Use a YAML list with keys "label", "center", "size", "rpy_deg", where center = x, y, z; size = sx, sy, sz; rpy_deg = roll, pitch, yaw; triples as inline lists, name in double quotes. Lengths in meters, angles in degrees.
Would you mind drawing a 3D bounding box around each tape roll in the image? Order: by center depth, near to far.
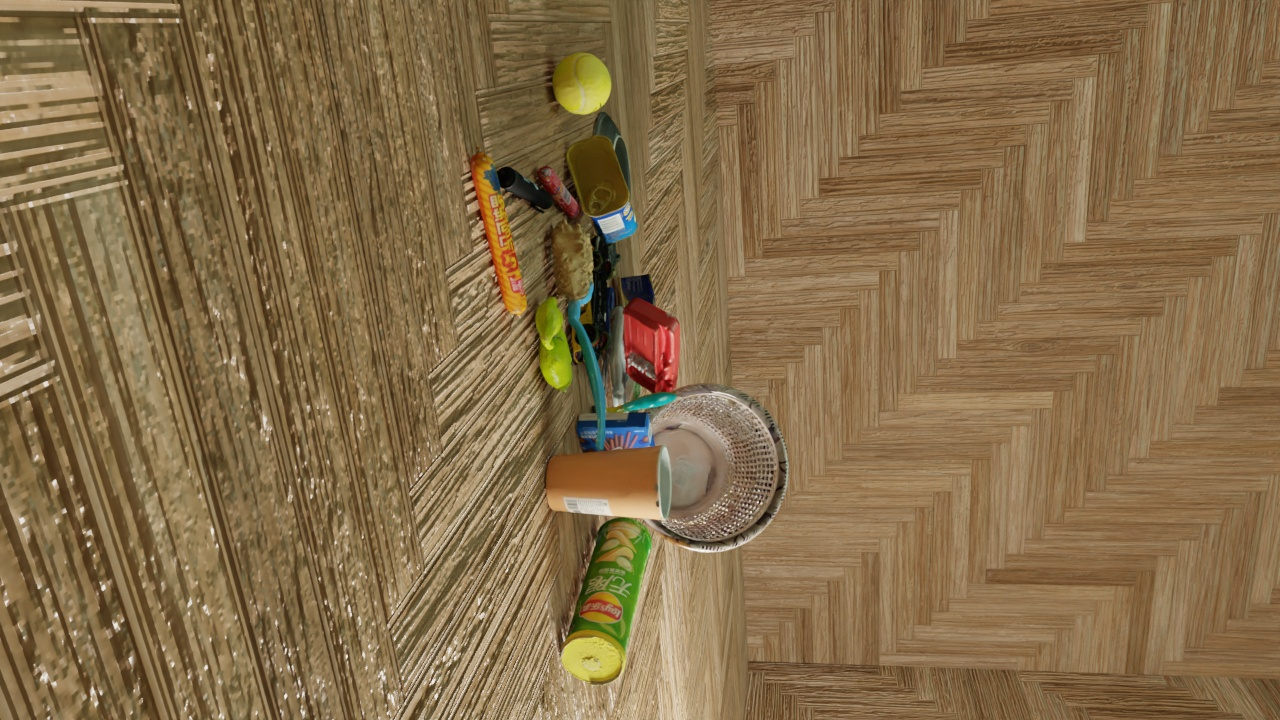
- label: "tape roll"
  center: [-0.014, 0.064, 1.337]
  size: [0.085, 0.014, 0.086]
  rpy_deg: [10, 89, -80]

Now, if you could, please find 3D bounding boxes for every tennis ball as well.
- label: "tennis ball"
  center: [-0.065, -0.306, 1.014]
  size: [0.065, 0.065, 0.065]
  rpy_deg: [-1, 89, -79]

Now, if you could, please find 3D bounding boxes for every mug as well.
- label: "mug"
  center: [-0.033, 0.129, 0.964]
  size: [0.078, 0.123, 0.078]
  rpy_deg: [-2, 89, -79]

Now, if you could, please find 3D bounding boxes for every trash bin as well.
- label: "trash bin"
  center: [0.075, 0.154, 1.321]
  size: [0.192, 0.227, 0.227]
  rpy_deg: [146, -56, -77]

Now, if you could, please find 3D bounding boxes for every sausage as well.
- label: "sausage"
  center: [-0.122, -0.107, 0.796]
  size: [0.021, 0.021, 0.165]
  rpy_deg: [-77, 162, -53]
- label: "sausage"
  center: [-0.087, -0.181, 1.005]
  size: [0.156, 0.020, 0.020]
  rpy_deg: [41, 48, -77]

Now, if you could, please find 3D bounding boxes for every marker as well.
- label: "marker"
  center: [-0.110, -0.163, 0.881]
  size: [0.022, 0.020, 0.132]
  rpy_deg: [-63, 172, 4]

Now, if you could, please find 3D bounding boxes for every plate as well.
- label: "plate"
  center: [-0.035, -0.256, 1.280]
  size: [0.179, 0.024, 0.179]
  rpy_deg: [-1, 89, -80]

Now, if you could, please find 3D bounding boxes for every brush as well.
- label: "brush"
  center: [-0.059, -0.029, 0.978]
  size: [0.083, 0.046, 0.254]
  rpy_deg: [75, 4, -75]

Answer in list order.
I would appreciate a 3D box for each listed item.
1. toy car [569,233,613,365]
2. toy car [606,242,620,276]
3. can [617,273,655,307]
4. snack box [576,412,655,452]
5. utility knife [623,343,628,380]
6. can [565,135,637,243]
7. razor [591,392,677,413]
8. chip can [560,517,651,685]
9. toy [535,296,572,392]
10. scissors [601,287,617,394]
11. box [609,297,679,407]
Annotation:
- label: "toy car"
  center: [-0.059, -0.071, 1.075]
  size: [0.071, 0.041, 0.155]
  rpy_deg: [24, 70, -78]
- label: "toy car"
  center: [-0.046, -0.136, 1.168]
  size: [0.091, 0.036, 0.043]
  rpy_deg: [-68, 153, -63]
- label: "can"
  center: [0.000, -0.058, 1.336]
  size: [0.074, 0.049, 0.148]
  rpy_deg: [-96, 178, -50]
- label: "snack box"
  center: [-0.022, 0.125, 1.129]
  size: [0.026, 0.084, 0.157]
  rpy_deg: [-81, 165, -44]
- label: "utility knife"
  center: [-0.023, -0.009, 1.294]
  size: [0.165, 0.013, 0.029]
  rpy_deg: [85, 9, -61]
- label: "can"
  center: [-0.044, -0.200, 1.086]
  size: [0.083, 0.057, 0.102]
  rpy_deg: [62, 9, -71]
- label: "razor"
  center: [-0.008, 0.062, 1.193]
  size: [0.132, 0.028, 0.043]
  rpy_deg: [-17, 107, -34]
- label: "chip can"
  center: [-0.035, 0.272, 1.073]
  size: [0.220, 0.073, 0.073]
  rpy_deg: [-71, 157, -62]
- label: "toy"
  center: [-0.089, -0.014, 0.934]
  size: [0.096, 0.031, 0.100]
  rpy_deg: [-76, 160, -79]
- label: "scissors"
  center: [-0.042, -0.014, 1.243]
  size: [0.141, 0.012, 0.171]
  rpy_deg: [-16, 106, -79]
- label: "box"
  center: [-0.010, 0.009, 1.192]
  size: [0.098, 0.095, 0.202]
  rpy_deg: [-55, 165, -21]
